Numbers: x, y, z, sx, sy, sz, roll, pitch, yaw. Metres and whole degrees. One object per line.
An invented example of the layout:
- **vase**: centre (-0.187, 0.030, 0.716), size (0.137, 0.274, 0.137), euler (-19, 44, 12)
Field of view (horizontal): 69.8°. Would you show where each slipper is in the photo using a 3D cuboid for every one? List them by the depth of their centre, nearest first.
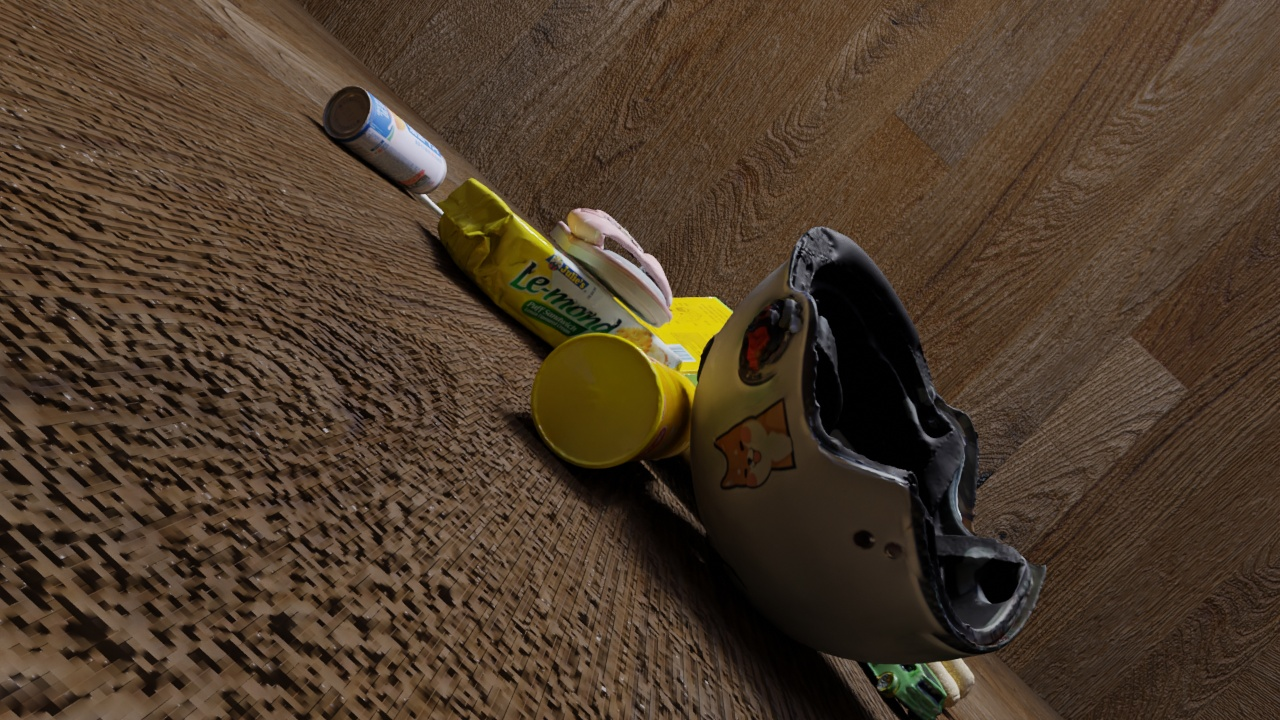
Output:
- **slipper**: centre (-0.025, -0.096, 0.859), size (0.114, 0.054, 0.274), euler (41, 1, -20)

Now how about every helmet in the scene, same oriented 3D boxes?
- **helmet**: centre (0.116, 0.066, 0.578), size (0.230, 0.157, 0.273), euler (27, 39, -46)

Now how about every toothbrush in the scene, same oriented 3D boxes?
- **toothbrush**: centre (-0.231, -0.179, 0.973), size (0.180, 0.016, 0.016), euler (42, 2, -7)

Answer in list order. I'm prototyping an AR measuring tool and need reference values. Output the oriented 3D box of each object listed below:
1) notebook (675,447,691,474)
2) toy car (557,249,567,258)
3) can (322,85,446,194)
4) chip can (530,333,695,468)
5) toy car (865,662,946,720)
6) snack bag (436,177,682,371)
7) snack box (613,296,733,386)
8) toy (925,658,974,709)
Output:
- **notebook**: centre (0.051, 0.090, 0.754), size (0.206, 0.010, 0.146), euler (45, -8, 30)
- **toy car**: centre (-0.081, -0.074, 1.123), size (0.071, 0.041, 0.156), euler (49, -10, 43)
- **can**: centre (-0.245, -0.210, 0.893), size (0.053, 0.053, 0.134), euler (45, 4, 24)
- **chip can**: centre (-0.006, 0.031, 0.580), size (0.072, 0.072, 0.213), euler (44, 3, 11)
- **toy car**: centre (0.190, 0.230, 0.676), size (0.043, 0.036, 0.091), euler (41, 0, -16)
- **snack bag**: centre (-0.077, -0.059, 0.824), size (0.246, 0.068, 0.158), euler (39, 2, -32)
- **snack box**: centre (0.058, -0.004, 1.040), size (0.157, 0.070, 0.210), euler (-2, 26, -24)
- **toy**: centre (0.247, 0.255, 0.865), size (0.104, 0.066, 0.157), euler (-26, 67, -40)
